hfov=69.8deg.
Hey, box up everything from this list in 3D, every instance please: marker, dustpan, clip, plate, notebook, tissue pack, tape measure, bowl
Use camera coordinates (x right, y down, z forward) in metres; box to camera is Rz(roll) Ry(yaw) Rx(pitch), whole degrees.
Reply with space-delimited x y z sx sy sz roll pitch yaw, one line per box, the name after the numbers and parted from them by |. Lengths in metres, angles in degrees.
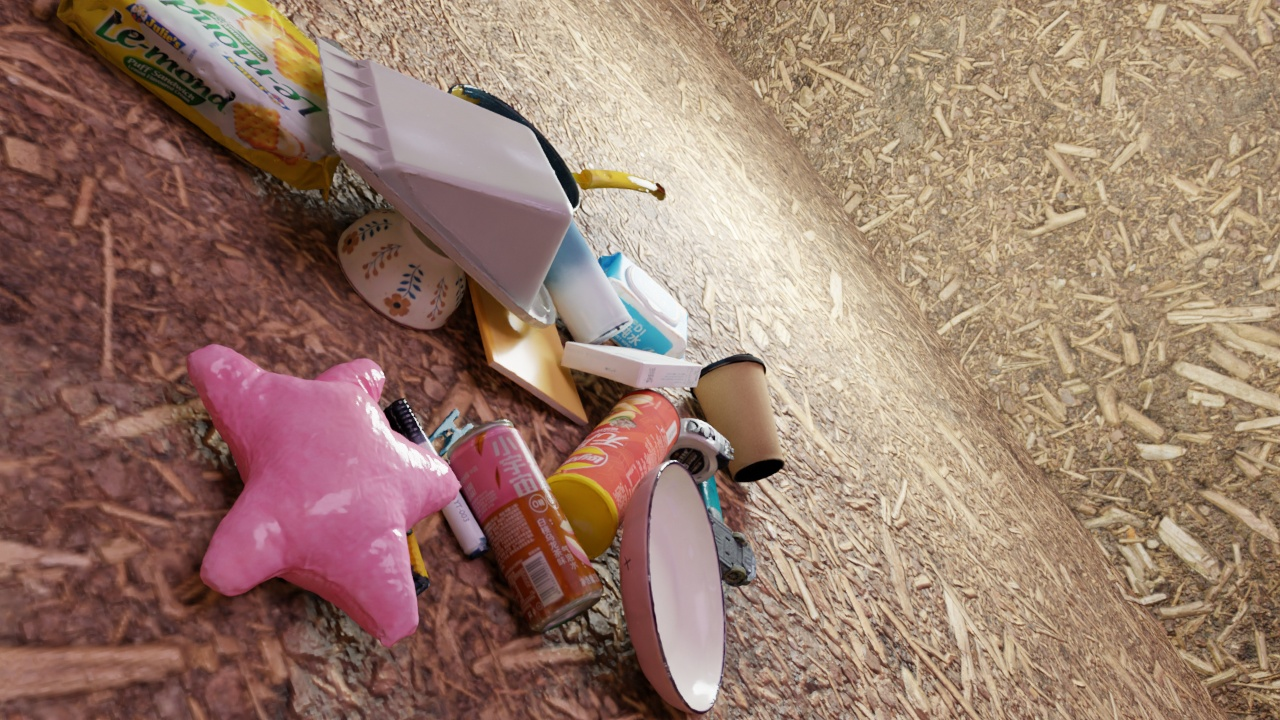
-0.147 0.084 0.654 0.022 0.018 0.130 -20 69 -37 | marker
-0.167 -0.133 0.800 0.257 0.143 0.222 12 32 -31 | dustpan
-0.147 0.055 0.698 0.046 0.014 0.056 48 23 -9 | clip
0.023 0.176 0.716 0.192 0.039 0.192 -11 90 -72 | plate
-0.116 -0.045 0.864 0.146 0.010 0.206 39 23 -51 | notebook
-0.001 -0.055 1.044 0.140 0.063 0.089 41 26 -18 | tissue pack
0.049 0.091 0.915 0.066 0.066 0.033 42 28 -19 | tape measure
-0.191 -0.088 0.774 0.113 0.062 0.113 38 25 -22 | bowl

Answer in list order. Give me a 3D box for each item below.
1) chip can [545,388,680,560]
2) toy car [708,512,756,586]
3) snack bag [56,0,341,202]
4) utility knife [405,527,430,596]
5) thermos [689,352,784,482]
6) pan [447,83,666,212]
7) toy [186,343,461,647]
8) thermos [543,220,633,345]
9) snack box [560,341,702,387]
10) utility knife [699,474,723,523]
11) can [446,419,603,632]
-0.023 0.089 0.788 0.073 0.073 0.216 49 25 -2 | chip can
0.058 0.167 0.853 0.120 0.037 0.054 37 29 -18 | toy car
-0.333 -0.241 0.747 0.246 0.068 0.157 40 25 -21 | snack bag
-0.173 0.082 0.611 0.033 0.015 0.173 20 37 -52 | utility knife
0.114 0.063 1.049 0.093 0.093 0.143 20 45 -48 | thermos
-0.096 -0.235 1.128 0.356 0.078 0.197 14 42 -52 | pan
-0.174 0.077 0.545 0.178 0.075 0.194 12 47 -46 | toy
-0.087 -0.117 0.950 0.220 0.070 0.070 60 25 3 | thermos
-0.005 0.005 0.919 0.085 0.027 0.156 15 4 24 | snack box
0.072 0.146 0.938 0.029 0.013 0.160 36 27 -28 | utility knife
-0.084 0.118 0.660 0.057 0.058 0.147 3 51 -58 | can
